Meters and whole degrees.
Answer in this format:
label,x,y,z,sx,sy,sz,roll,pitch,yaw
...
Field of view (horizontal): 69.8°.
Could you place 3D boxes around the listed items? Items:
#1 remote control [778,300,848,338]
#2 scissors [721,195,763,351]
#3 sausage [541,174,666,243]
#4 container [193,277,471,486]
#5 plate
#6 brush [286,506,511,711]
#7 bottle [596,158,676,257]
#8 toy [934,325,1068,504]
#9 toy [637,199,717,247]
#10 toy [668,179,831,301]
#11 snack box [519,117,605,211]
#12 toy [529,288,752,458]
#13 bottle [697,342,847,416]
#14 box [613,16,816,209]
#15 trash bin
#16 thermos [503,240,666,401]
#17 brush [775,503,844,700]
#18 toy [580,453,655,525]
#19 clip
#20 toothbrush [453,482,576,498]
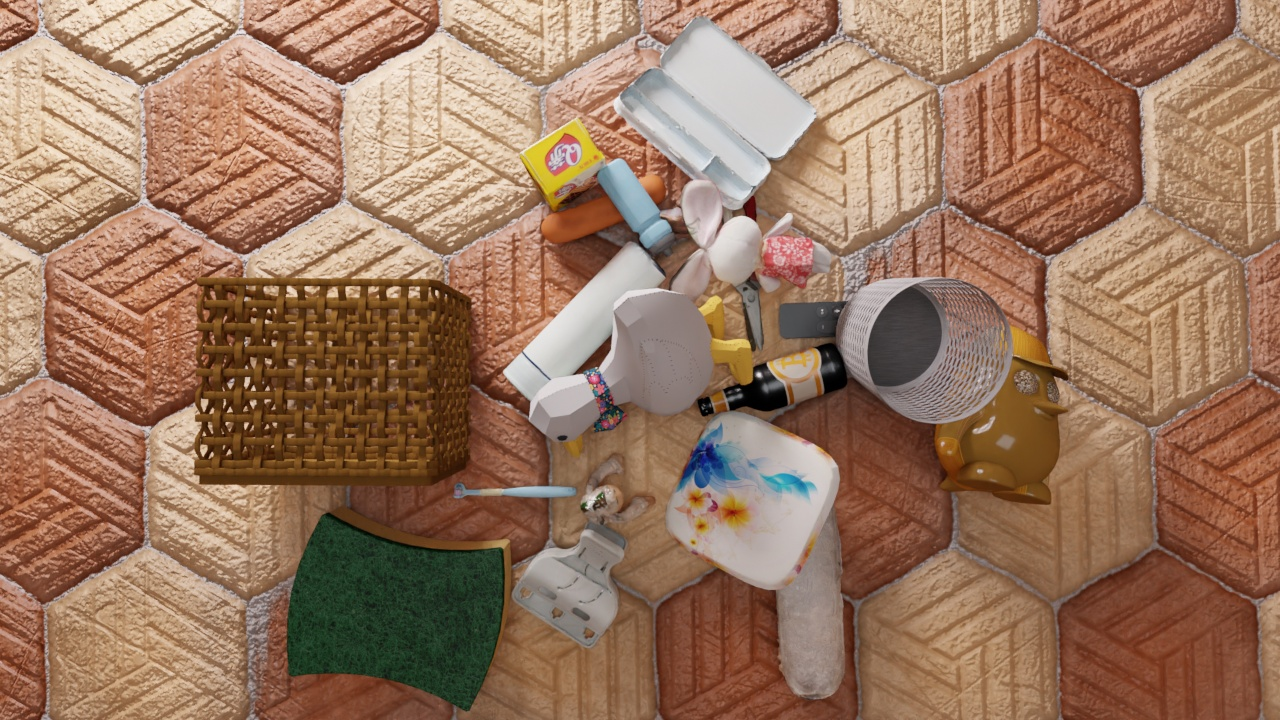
label,x,y,z,sx,sy,sz,roll,pitch,yaw
remote control,0.249,-0.052,1.162,0.146,0.008,0.045,-2,89,0
scissors,0.140,-0.114,1.160,0.146,0.015,0.188,-41,91,-1
sausage,-0.045,-0.187,1.146,0.164,0.044,0.039,-22,124,-1
container,-0.337,0.025,1.052,0.251,0.219,0.214,0,89,0
plate,0.132,0.167,1.117,0.187,0.016,0.187,25,89,23
brush,-0.290,0.299,1.119,0.250,0.075,0.195,11,89,0
bottle,-0.001,-0.180,1.104,0.040,0.040,0.130,-35,91,-1
toy,0.437,0.059,1.094,0.198,0.163,0.203,20,75,-30
toy,0.048,-0.174,1.148,0.101,0.041,0.055,-6,111,-8
toy,0.135,-0.133,1.111,0.194,0.084,0.159,6,113,5
snack box,-0.092,-0.236,1.115,0.083,0.106,0.061,-33,89,-1
toy,-0.006,0.006,1.078,0.267,0.247,0.140,-18,55,-15
bottle,0.160,0.032,1.134,0.181,0.059,0.059,-18,89,0
box,0.094,-0.311,1.151,0.210,0.061,0.192,39,70,0
trash bin,0.316,-0.021,1.066,0.156,0.183,0.156,0,97,-1
thermos,-0.069,-0.044,1.132,0.068,0.068,0.230,44,88,1
brush,0.206,0.278,1.130,0.083,0.056,0.271,-4,88,4
toy,-0.042,0.162,1.112,0.074,0.105,0.085,-30,81,19
clip,-0.076,0.271,1.133,0.124,0.074,0.144,33,99,-2
toothbrush,-0.157,0.164,1.152,0.155,0.016,0.022,0,51,0
